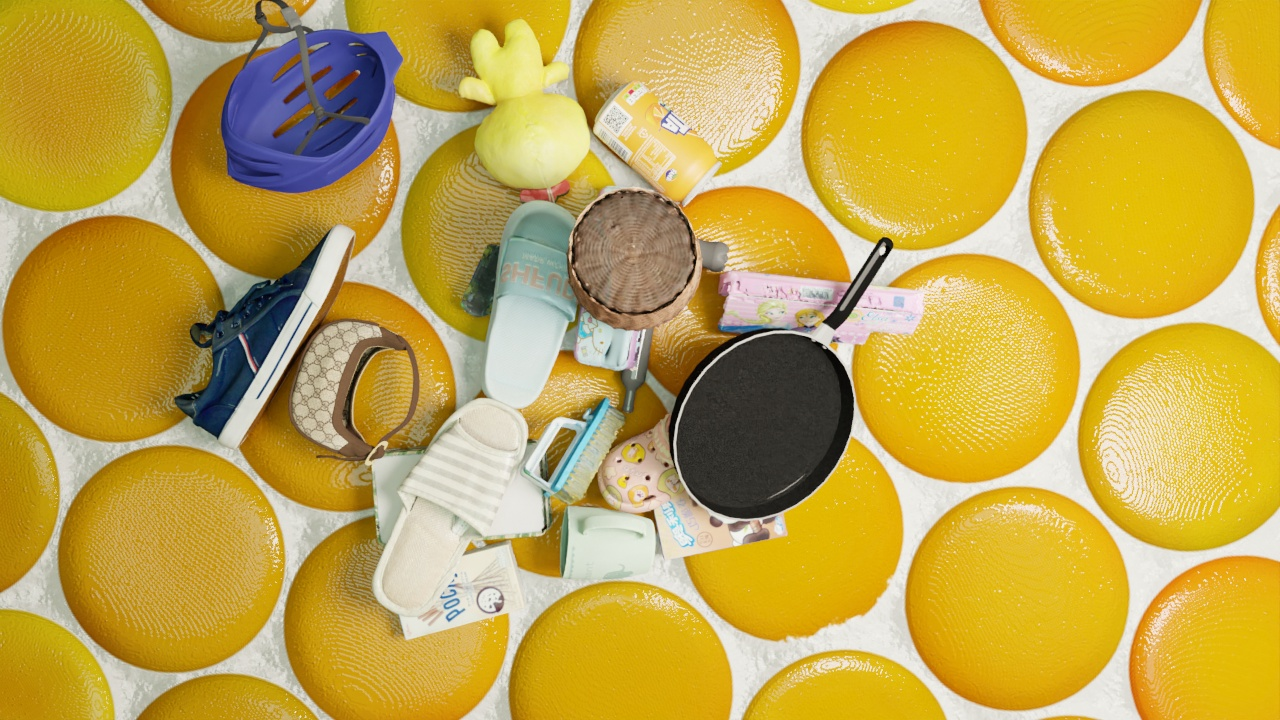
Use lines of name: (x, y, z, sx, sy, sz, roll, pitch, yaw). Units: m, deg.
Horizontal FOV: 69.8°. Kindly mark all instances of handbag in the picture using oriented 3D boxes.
handbag: (-0.329, 0.038, 1.066, 0.138, 0.063, 0.166, 14, 81, 11)

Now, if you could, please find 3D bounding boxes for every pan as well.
pan: (0.171, 0.016, 1.015, 0.225, 0.034, 0.356, 29, 96, -28)

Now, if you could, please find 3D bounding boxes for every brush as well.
brush: (-0.075, 0.095, 1.069, 0.075, 0.055, 0.135, 35, 63, -9)

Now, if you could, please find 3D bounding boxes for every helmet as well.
helmet: (-0.374, -0.285, 0.988, 0.241, 0.228, 0.147, -33, 82, 0)

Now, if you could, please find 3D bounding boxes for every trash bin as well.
trash bin: (-0.007, -0.108, 0.940, 0.151, 0.210, 0.151, 0, 90, 0)

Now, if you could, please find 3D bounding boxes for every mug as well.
mug: (-0.036, 0.207, 1.062, 0.104, 0.111, 0.084, 5, 58, -9)

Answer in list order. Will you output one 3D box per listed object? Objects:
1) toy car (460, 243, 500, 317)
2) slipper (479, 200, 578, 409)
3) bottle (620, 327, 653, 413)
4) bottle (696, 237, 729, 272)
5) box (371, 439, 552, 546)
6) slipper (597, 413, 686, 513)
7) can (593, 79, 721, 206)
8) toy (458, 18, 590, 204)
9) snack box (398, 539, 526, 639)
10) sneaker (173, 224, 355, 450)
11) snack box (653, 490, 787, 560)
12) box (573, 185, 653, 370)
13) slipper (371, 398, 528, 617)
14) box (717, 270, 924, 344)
toy car: (-0.181, -0.094, 1.092, 0.038, 0.027, 0.089, 25, 89, -8)
slipper: (-0.122, -0.060, 1.060, 0.104, 0.074, 0.245, 13, 94, -22)
bottle: (-0.006, 0.006, 1.094, 0.030, 0.030, 0.113, 9, 92, 0)
bottle: (0.049, -0.131, 1.083, 0.110, 0.036, 0.036, 13, 92, 11)
box: (-0.211, 0.156, 1.091, 0.205, 0.050, 0.117, -6, 89, 0)
slipper: (0.038, 0.098, 1.062, 0.197, 0.082, 0.093, -26, 55, -6)
can: (0.019, -0.251, 1.062, 0.142, 0.079, 0.079, 42, 91, -1)
toy: (-0.133, -0.283, 1.056, 0.134, 0.092, 0.207, -18, 89, -3)
snack box: (-0.219, 0.276, 1.105, 0.150, 0.026, 0.082, -15, 92, 0)
sneaker: (-0.441, -0.048, 1.058, 0.127, 0.120, 0.294, 34, 94, -14)
snack box: (0.093, 0.180, 1.098, 0.151, 0.034, 0.087, -12, 92, 0)
box: (-0.028, -0.096, 1.073, 0.076, 0.036, 0.214, 9, 91, 28)
slipper: (-0.220, 0.168, 1.043, 0.114, 0.054, 0.272, 30, 92, 6)
box: (0.204, -0.056, 1.066, 0.230, 0.084, 0.077, 6, 94, 0)
